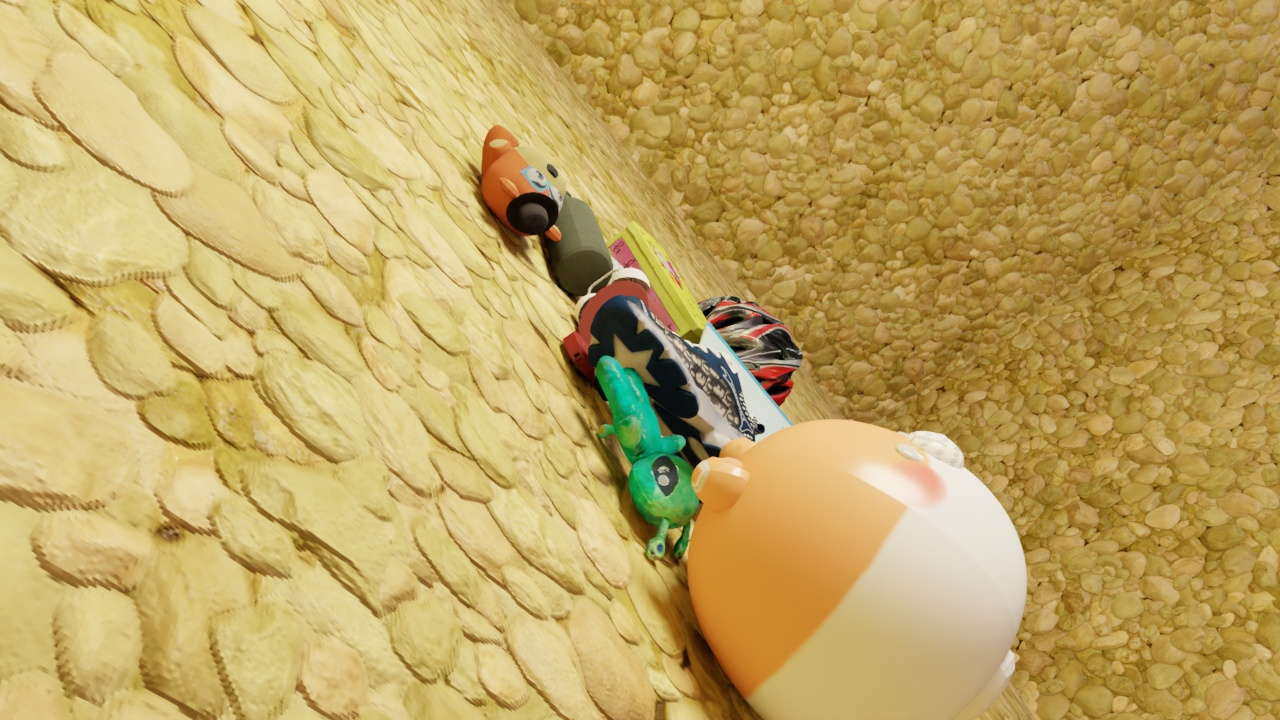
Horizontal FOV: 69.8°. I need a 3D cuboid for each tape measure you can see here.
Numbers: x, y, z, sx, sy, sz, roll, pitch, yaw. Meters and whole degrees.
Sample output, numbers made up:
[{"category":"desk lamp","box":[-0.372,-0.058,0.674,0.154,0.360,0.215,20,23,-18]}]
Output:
[{"category":"tape measure","box":[-0.059,-0.001,0.948,0.059,0.019,0.051,51,8,-44]}]

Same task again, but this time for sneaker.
[{"category":"sneaker","box":[0.050,0.023,0.963,0.269,0.103,0.132,54,43,-25]}]

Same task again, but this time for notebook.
[{"category":"notebook","box":[0.151,0.086,1.335,0.253,0.009,0.180,48,39,-24]}]

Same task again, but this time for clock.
[{"category":"clock","box":[-0.022,-0.047,1.030,0.048,0.096,0.137,40,20,-48]}]

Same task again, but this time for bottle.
[{"category":"bottle","box":[-0.087,-0.161,1.168,0.071,0.071,0.206,45,15,-35]}]

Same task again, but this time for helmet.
[{"category":"helmet","box":[0.166,-0.015,1.568,0.271,0.167,0.217,16,34,-51]}]

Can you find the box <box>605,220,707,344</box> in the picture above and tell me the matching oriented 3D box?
[{"category":"box","box":[0.033,-0.099,1.434,0.221,0.080,0.124,59,13,28]}]

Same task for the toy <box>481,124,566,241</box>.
[{"category":"toy","box":[-0.137,-0.198,1.060,0.112,0.096,0.175,44,26,-40]}]

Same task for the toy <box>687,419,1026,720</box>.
[{"category":"toy","box":[0.166,0.168,0.747,0.281,0.266,0.262,40,12,10]}]

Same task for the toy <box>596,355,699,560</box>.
[{"category":"toy","box":[0.004,0.088,0.830,0.130,0.072,0.193,28,37,-60]}]

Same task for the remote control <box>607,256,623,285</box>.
[{"category":"remote control","box":[-0.020,-0.092,1.248,0.114,0.028,0.060,59,13,23]}]
